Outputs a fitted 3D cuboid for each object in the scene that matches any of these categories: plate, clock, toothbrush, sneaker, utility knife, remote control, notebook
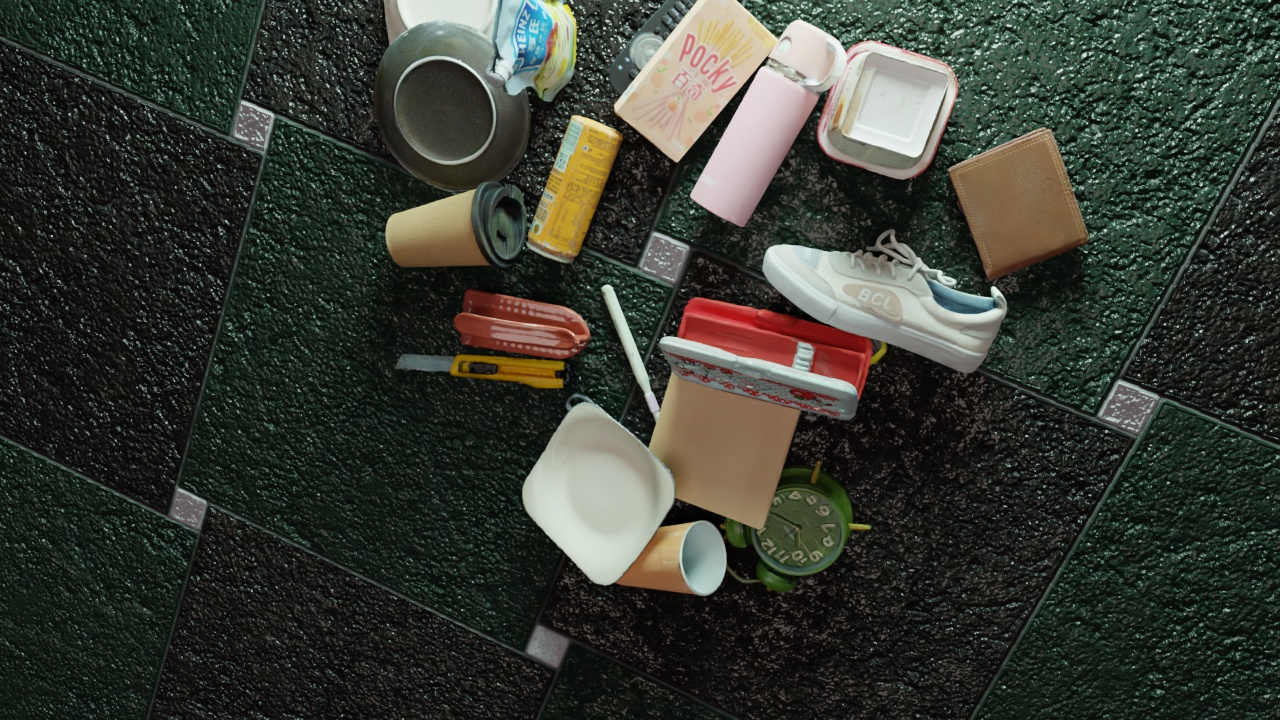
[{"bbox_3d":[-0.197,-0.381,0.959,0.164,0.034,0.164,0,102,12],"label":"plate"},{"bbox_3d":[0.159,0.186,1.004,0.161,0.056,0.116,-37,92,17],"label":"clock"},{"bbox_3d":[-0.043,0.145,1.013,0.164,0.034,0.164,41,111,22],"label":"plate"},{"bbox_3d":[-0.204,-0.264,0.971,0.179,0.024,0.180,5,116,11],"label":"plate"},{"bbox_3d":[-0.006,0.006,1.016,0.020,0.029,0.189,-24,98,-27],"label":"toothbrush"},{"bbox_3d":[0.243,-0.074,0.907,0.242,0.089,0.091,23,121,2],"label":"sneaker"},{"bbox_3d":[-0.179,0.011,1.054,0.223,0.015,0.033,4,101,11],"label":"utility knife"},{"bbox_3d":[0.024,-0.322,0.932,0.053,0.024,0.137,44,106,-7],"label":"remote control"},{"bbox_3d":[0.093,0.059,0.982,0.148,0.008,0.208,18,95,19],"label":"notebook"}]

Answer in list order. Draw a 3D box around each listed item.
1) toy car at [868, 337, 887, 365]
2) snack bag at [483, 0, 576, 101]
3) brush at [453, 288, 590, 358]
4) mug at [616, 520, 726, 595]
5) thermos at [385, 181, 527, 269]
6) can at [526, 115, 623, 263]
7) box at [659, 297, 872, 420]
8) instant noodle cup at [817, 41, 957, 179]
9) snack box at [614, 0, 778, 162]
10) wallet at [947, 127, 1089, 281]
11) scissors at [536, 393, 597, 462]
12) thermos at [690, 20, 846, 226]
[{"bbox_3d":[0.206,-0.003,0.964,0.105,0.032,0.048,-27,96,17],"label":"toy car"},{"bbox_3d":[-0.104,-0.307,0.875,0.039,0.190,0.110,18,105,8],"label":"snack bag"},{"bbox_3d":[-0.127,-0.036,1.005,0.146,0.069,0.063,10,105,9],"label":"brush"},{"bbox_3d":[0.024,0.218,1.013,0.123,0.078,0.078,-11,101,42],"label":"mug"},{"bbox_3d":[-0.198,-0.140,0.990,0.143,0.092,0.093,-5,102,21],"label":"thermos"},{"bbox_3d":[-0.070,-0.180,0.966,0.058,0.058,0.146,25,106,5],"label":"can"},{"bbox_3d":[0.122,-0.002,0.914,0.201,0.100,0.095,15,95,18],"label":"box"},{"bbox_3d":[0.232,-0.235,0.858,0.117,0.124,0.116,19,106,6],"label":"instant noodle cup"},{"bbox_3d":[0.054,-0.286,0.919,0.084,0.026,0.157,35,109,-21],"label":"snack box"},{"bbox_3d":[0.368,-0.152,0.899,0.101,0.032,0.124,-21,97,18],"label":"wallet"},{"bbox_3d":[-0.040,0.116,1.050,0.160,0.014,0.181,-26,97,16],"label":"scissors"},{"bbox_3d":[0.130,-0.229,0.903,0.067,0.087,0.199,17,112,-39],"label":"thermos"}]
